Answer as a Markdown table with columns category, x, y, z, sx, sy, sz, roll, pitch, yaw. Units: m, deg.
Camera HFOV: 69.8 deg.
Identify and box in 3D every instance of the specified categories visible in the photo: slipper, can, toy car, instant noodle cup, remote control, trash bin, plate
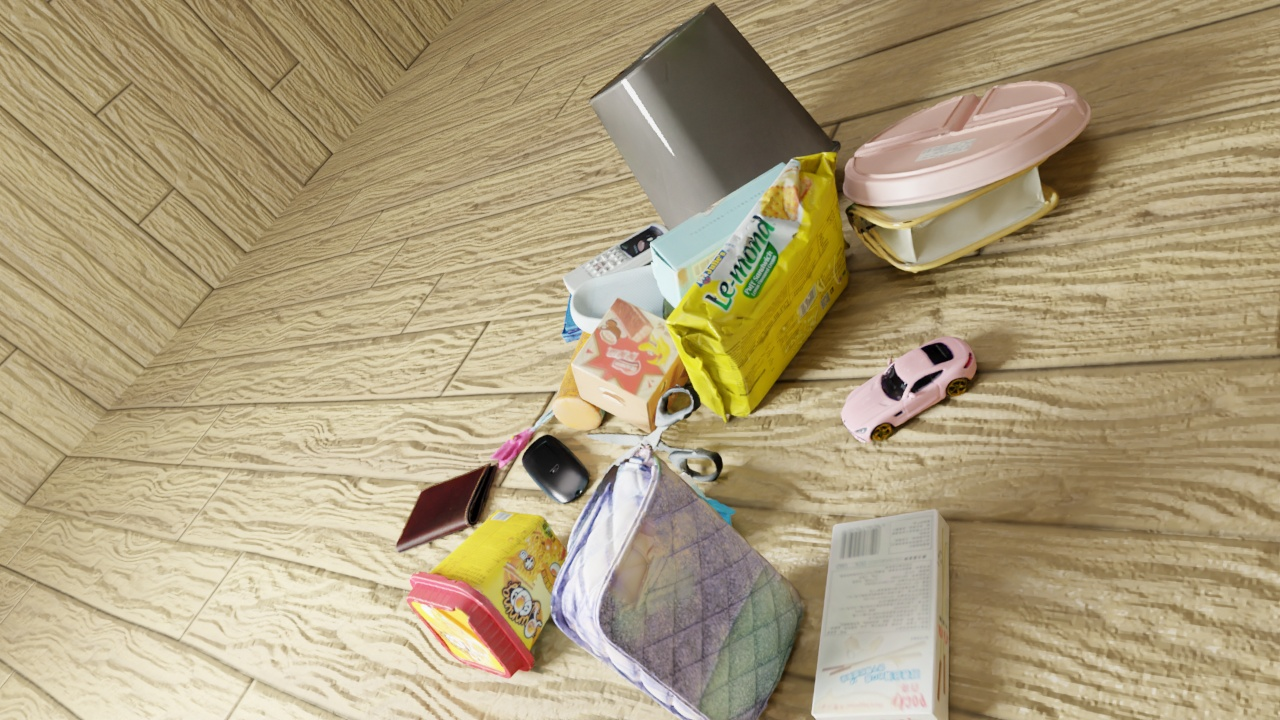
| category | x | y | z | sx | sy | sz | roll | pitch | yaw |
| --- | --- | --- | --- | --- | --- | --- | --- | --- | --- |
| slipper | 0.032 | -0.082 | 1.022 | 0.246 | 0.074 | 0.103 | -4 | 50 | 19 |
| can | -0.053 | 0.009 | 1.062 | 0.058 | 0.058 | 0.145 | -15 | 40 | 35 |
| toy car | 0.224 | 0.022 | 0.777 | 0.122 | 0.037 | 0.056 | -34 | 31 | 13 |
| instant noodle cup | -0.133 | 0.212 | 0.863 | 0.116 | 0.116 | 0.123 | -3 | 37 | 44 |
| remote control | -0.099 | 0.115 | 1.015 | 0.053 | 0.024 | 0.136 | -45 | 32 | -8 |
| trash bin | 0.076 | -0.270 | 1.072 | 0.198 | 0.220 | 0.199 | -42 | 17 | -11 |
| remote control | -0.028 | -0.129 | 1.181 | 0.150 | 0.021 | 0.058 | -32 | 38 | -7 |
| plate | 0.302 | -0.211 | 0.874 | 0.230 | 0.028 | 0.229 | -21 | 24 | 10 |

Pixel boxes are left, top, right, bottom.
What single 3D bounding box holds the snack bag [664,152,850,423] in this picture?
| category | x | y | z | sx | sy | sz | roll | pitch | yaw |
| --- | --- | --- | --- | --- | --- | --- | --- | --- | --- |
| snack bag | 0.126 | -0.064 | 0.881 | 0.068 | 0.158 | 0.246 | 28 | 71 | 30 |

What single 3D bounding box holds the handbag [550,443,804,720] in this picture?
| category | x | y | z | sx | sy | sz | roll | pitch | yaw |
| --- | --- | --- | --- | --- | --- | --- | --- | --- | --- |
| handbag | 0.028 | 0.169 | 0.656 | 0.076 | 0.194 | 0.134 | -3 | 48 | 48 |

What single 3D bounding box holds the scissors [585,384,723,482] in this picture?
| category | x | y | z | sx | sy | sz | roll | pitch | yaw |
| --- | --- | --- | --- | --- | --- | --- | --- | --- | --- |
| scissors | 0.013 | 0.081 | 0.899 | 0.173 | 0.160 | 0.014 | 34 | 36 | 29 |

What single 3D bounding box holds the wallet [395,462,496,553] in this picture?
| category | x | y | z | sx | sy | sz | roll | pitch | yaw |
| --- | --- | --- | --- | --- | --- | --- | --- | --- | --- |
| wallet | -0.231 | 0.174 | 1.089 | 0.123 | 0.020 | 0.096 | -23 | 31 | 29 |

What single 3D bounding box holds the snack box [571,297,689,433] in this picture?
| category | x | y | z | sx | sy | sz | roll | pitch | yaw |
| --- | --- | --- | --- | --- | --- | --- | --- | --- | --- |
| snack box | -0.006 | 0.006 | 0.962 | 0.093 | 0.077 | 0.094 | 27 | 67 | 18 |

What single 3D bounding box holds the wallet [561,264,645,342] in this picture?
| category | x | y | z | sx | sy | sz | roll | pitch | yaw |
| --- | --- | --- | --- | --- | --- | --- | --- | --- | --- |
| wallet | -0.047 | -0.083 | 1.186 | 0.106 | 0.040 | 0.132 | -15 | 38 | 22 |

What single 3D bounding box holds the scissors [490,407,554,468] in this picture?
| category | x | y | z | sx | sy | sz | roll | pitch | yaw |
| --- | --- | --- | --- | --- | --- | --- | --- | --- | --- |
| scissors | -0.124 | 0.081 | 1.074 | 0.136 | 0.017 | 0.105 | -37 | 13 | 6 |

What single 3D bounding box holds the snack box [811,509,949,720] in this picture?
| category | x | y | z | sx | sy | sz | roll | pitch | yaw |
| --- | --- | --- | --- | --- | --- | --- | --- | --- | --- |
| snack box | 0.172 | 0.181 | 0.648 | 0.085 | 0.027 | 0.156 | -16 | 40 | 33 |

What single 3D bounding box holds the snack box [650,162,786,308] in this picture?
| category | x | y | z | sx | sy | sz | roll | pitch | yaw |
| --- | --- | --- | --- | --- | --- | --- | --- | --- | --- |
| snack box | 0.095 | -0.126 | 0.945 | 0.174 | 0.074 | 0.051 | -32 | 60 | -11 |

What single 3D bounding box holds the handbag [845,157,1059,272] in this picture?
| category | x | y | z | sx | sy | sz | roll | pitch | yaw |
| --- | --- | --- | --- | --- | --- | --- | --- | --- | --- |
| handbag | 0.284 | -0.157 | 0.882 | 0.163 | 0.063 | 0.178 | -25 | 26 | -3 |

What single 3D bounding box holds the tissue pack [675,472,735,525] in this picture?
| category | x | y | z | sx | sy | sz | roll | pitch | yaw |
| --- | --- | --- | --- | --- | --- | --- | --- | --- | --- |
| tissue pack | 0.011 | 0.163 | 0.805 | 0.140 | 0.063 | 0.090 | -45 | 31 | -8 |
